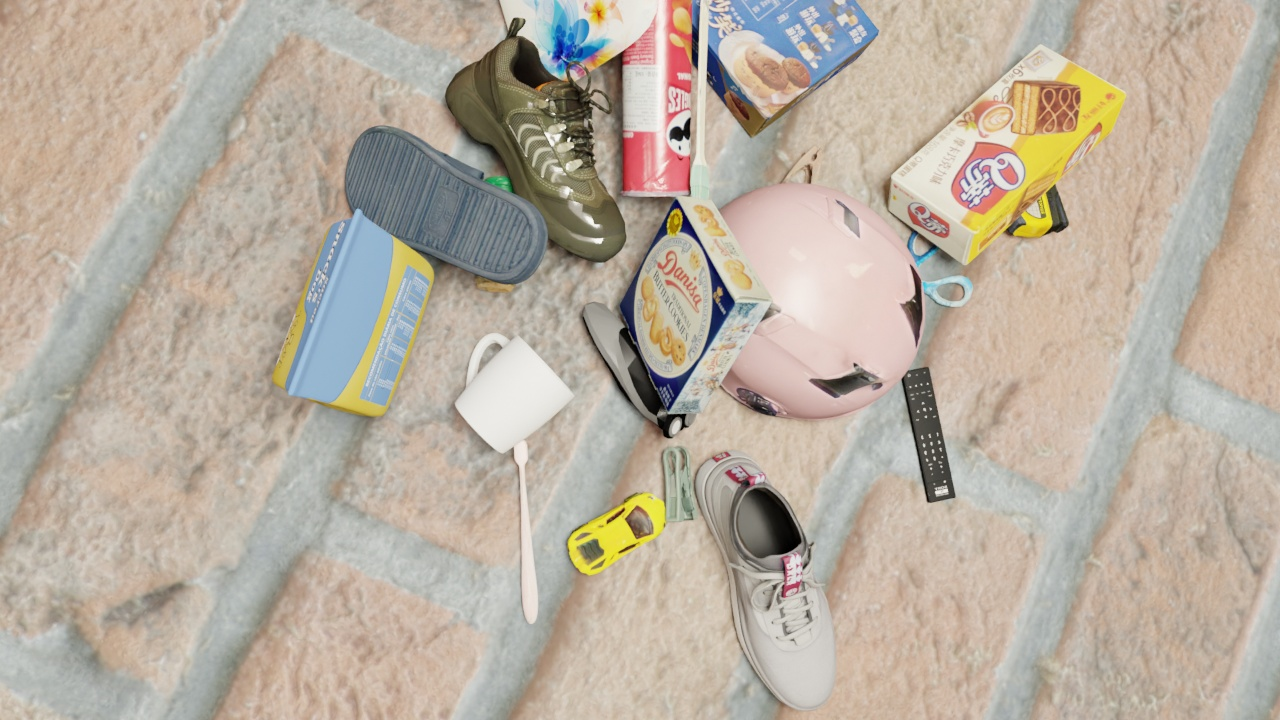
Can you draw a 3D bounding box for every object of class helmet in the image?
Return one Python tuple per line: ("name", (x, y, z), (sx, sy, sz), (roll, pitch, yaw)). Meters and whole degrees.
("helmet", (0.171, -0.060, 0.890), (0.255, 0.153, 0.229), (44, 80, -5))

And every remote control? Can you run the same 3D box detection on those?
("remote control", (0.302, 0.078, 0.964), (0.030, 0.009, 0.140), (-10, 87, -8))

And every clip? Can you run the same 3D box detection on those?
("clip", (0.178, -0.196, 0.963), (0.039, 0.024, 0.060), (44, 78, -2))
("clip", (0.043, 0.124, 0.920), (0.049, 0.023, 0.078), (19, 68, -46))

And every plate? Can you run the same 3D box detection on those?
("plate", (-0.073, -0.371, 0.879), (0.016, 0.187, 0.187), (-14, 86, -50))

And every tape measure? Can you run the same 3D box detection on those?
("tape measure", (0.417, -0.163, 0.984), (0.064, 0.037, 0.065), (-11, 73, -11))

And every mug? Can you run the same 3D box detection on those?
("mug", (-0.132, 0.024, 0.884), (0.087, 0.081, 0.114), (-43, 61, -3))

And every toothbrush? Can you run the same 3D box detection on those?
("toothbrush", (-0.112, 0.167, 0.900), (0.015, 0.018, 0.181), (-4, 88, -7))

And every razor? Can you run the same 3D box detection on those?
("razor", (-0.005, 0.005, 0.908), (0.156, 0.060, 0.057), (44, 38, 14))

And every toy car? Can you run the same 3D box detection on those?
("toy car", (-0.021, 0.169, 0.904), (0.106, 0.030, 0.049), (-31, 89, -10))

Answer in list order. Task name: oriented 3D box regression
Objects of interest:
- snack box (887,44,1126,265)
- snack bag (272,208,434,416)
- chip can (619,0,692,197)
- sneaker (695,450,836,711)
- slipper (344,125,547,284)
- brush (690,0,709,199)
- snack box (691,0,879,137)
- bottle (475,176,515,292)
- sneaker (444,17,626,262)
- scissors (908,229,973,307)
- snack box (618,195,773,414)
("snack box", (0.377, -0.214, 0.952), (0.230, 0.062, 0.110), (-41, 64, -9))
("snack bag", (-0.255, -0.037, 0.800), (0.102, 0.205, 0.159), (19, 83, -6))
("chip can", (0.015, -0.278, 0.888), (0.073, 0.073, 0.233), (-2, 104, -8))
("sneaker", (0.134, 0.213, 0.871), (0.096, 0.129, 0.263), (-20, 90, -8))
("slipper", (-0.176, -0.138, 0.863), (0.264, 0.082, 0.101), (29, 98, 29))
("brush", (0.059, -0.243, 0.894), (0.012, 0.033, 0.217), (2, 94, 18))
("snack box", (0.118, -0.361, 0.945), (0.155, 0.069, 0.202), (-39, 90, -9))
("bottle", (-0.140, -0.124, 0.906), (0.043, 0.043, 0.111), (5, 85, -7))
("sneaker", (-0.067, -0.219, 0.868), (0.143, 0.100, 0.238), (-41, 85, 33))
("scissors", (0.283, -0.095, 0.976), (0.140, 0.013, 0.114), (-9, 86, -6))
("snack box", (0.044, -0.051, 0.836), (0.042, 0.145, 0.144), (2, 44, -30))
